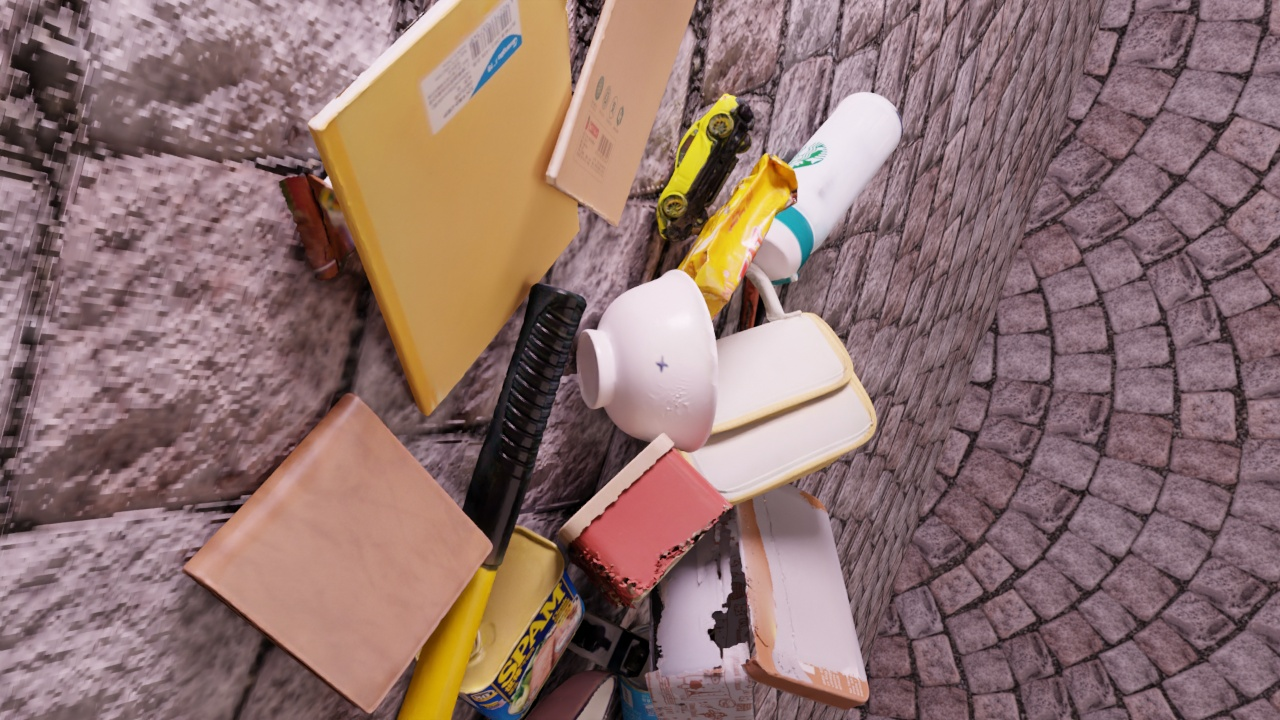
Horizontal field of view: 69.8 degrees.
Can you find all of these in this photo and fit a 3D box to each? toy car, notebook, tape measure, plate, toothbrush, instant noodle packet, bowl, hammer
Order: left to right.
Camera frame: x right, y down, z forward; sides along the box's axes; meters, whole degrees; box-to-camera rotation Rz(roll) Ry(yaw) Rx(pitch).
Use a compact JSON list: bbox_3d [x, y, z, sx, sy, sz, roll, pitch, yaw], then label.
[{"bbox_3d":[-0.087,0.105,0.491,0.128,0.033,0.300,19,86,-24],"label":"hammer"},{"bbox_3d":[-0.071,-0.076,0.413,0.145,0.010,0.207,-55,165,-26],"label":"notebook"},{"bbox_3d":[-0.110,0.308,0.681,0.189,0.016,0.014,-65,163,-1],"label":"toothbrush"},{"bbox_3d":[-0.080,0.313,0.681,0.192,0.039,0.193,-57,164,-27],"label":"plate"},{"bbox_3d":[-0.026,0.218,0.710,0.066,0.066,0.033,79,36,-71],"label":"tape measure"},{"bbox_3d":[-0.003,0.003,0.582,0.064,0.118,0.118,-5,121,-19],"label":"bowl"},{"bbox_3d":[0.004,-0.181,0.499,0.147,0.008,0.208,-3,113,-79],"label":"notebook"},{"bbox_3d":[0.040,-0.130,0.621,0.105,0.032,0.048,-61,159,10],"label":"toy car"},{"bbox_3d":[0.056,-0.072,0.639,0.128,0.044,0.111,-57,-179,-29],"label":"instant noodle packet"}]

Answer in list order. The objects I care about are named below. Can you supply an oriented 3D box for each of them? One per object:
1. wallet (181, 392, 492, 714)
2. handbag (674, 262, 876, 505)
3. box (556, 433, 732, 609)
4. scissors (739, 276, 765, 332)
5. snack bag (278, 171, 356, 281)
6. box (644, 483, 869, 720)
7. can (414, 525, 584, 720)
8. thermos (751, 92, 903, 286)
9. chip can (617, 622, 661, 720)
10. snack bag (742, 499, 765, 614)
[{"bbox_3d":[-0.130,0.090,0.420,0.101,0.020,0.115,-53,126,-29],"label":"wallet"},{"bbox_3d":[0.077,0.008,0.687,0.163,0.178,0.063,-19,170,-24],"label":"handbag"},{"bbox_3d":[0.002,0.115,0.588,0.091,0.078,0.168,-42,172,-14],"label":"box"},{"bbox_3d":[0.084,0.009,0.832,0.189,0.015,0.225,-65,155,-8],"label":"scissors"},{"bbox_3d":[-0.103,-0.078,0.388,0.103,0.026,0.048,-46,142,-40],"label":"snack bag"},{"bbox_3d":[0.090,0.179,0.718,0.150,0.166,0.181,81,7,-52],"label":"box"},{"bbox_3d":[-0.083,0.167,0.575,0.101,0.057,0.083,-56,153,-25],"label":"can"},{"bbox_3d":[0.150,-0.150,0.783,0.223,0.073,0.073,-49,148,-35],"label":"thermos"},{"bbox_3d":[0.017,0.340,0.881,0.071,0.071,0.211,-47,146,-39],"label":"chip can"},{"bbox_3d":[0.089,0.253,0.973,0.128,0.073,0.208,-12,114,-65],"label":"snack bag"}]
